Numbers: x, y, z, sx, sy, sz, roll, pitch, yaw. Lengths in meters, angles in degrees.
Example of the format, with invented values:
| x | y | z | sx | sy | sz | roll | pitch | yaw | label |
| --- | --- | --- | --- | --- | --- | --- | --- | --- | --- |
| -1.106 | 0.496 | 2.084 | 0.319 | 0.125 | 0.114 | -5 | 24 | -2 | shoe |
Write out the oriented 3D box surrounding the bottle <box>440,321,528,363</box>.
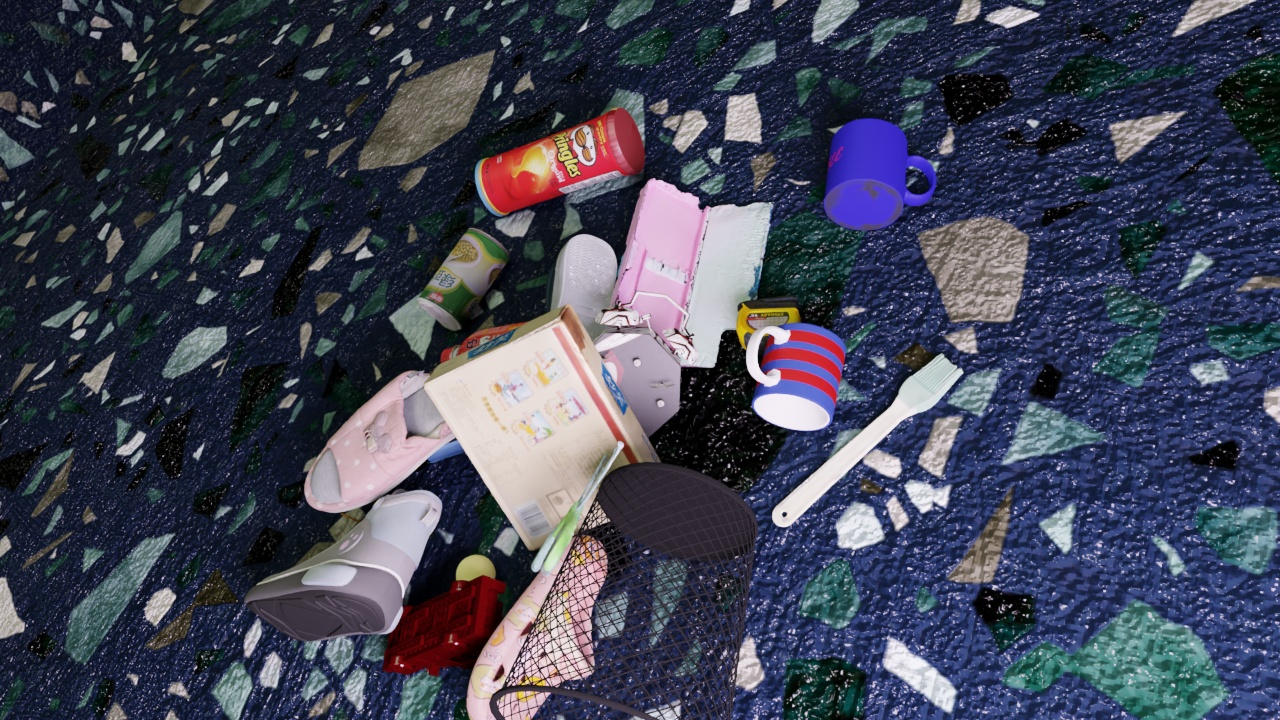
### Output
| x | y | z | sx | sy | sz | roll | pitch | yaw | label |
| --- | --- | --- | --- | --- | --- | --- | --- | --- | --- |
| -0.175 | -0.008 | 1.090 | 0.138 | 0.062 | 0.061 | -9 | 54 | 28 | bottle |

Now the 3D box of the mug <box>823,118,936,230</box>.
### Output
| x | y | z | sx | sy | sz | roll | pitch | yaw | label |
| --- | --- | --- | --- | --- | --- | --- | --- | --- | --- |
| 0.251 | -0.190 | 0.954 | 0.111 | 0.079 | 0.083 | 10 | 61 | 4 | mug |

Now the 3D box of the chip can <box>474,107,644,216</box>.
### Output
| x | y | z | sx | sy | sz | roll | pitch | yaw | label |
| --- | --- | --- | --- | --- | --- | --- | --- | --- | --- |
| -0.107 | -0.258 | 1.208 | 0.214 | 0.087 | 0.086 | -13 | 53 | 25 | chip can |

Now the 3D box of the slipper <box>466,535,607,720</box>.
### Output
| x | y | z | sx | sy | sz | roll | pitch | yaw | label |
| --- | --- | --- | --- | --- | --- | --- | --- | --- | --- |
| -0.077 | 0.254 | 0.830 | 0.081 | 0.093 | 0.197 | 21 | 70 | 31 | slipper |

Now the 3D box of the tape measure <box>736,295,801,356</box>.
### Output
| x | y | z | sx | sy | sz | roll | pitch | yaw | label |
| --- | --- | --- | --- | --- | --- | --- | --- | --- | --- |
| 0.131 | -0.033 | 0.934 | 0.066 | 0.037 | 0.064 | -9 | 48 | 10 | tape measure |

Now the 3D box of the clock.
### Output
| x | y | z | sx | sy | sz | roll | pitch | yaw | label |
| --- | --- | --- | --- | --- | --- | --- | --- | --- | --- |
| -0.005 | 0.005 | 0.919 | 0.065 | 0.114 | 0.155 | -78 | 12 | -78 | clock |

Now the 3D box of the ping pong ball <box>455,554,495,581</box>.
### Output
| x | y | z | sx | sy | sz | roll | pitch | yaw | label |
| --- | --- | --- | --- | --- | --- | --- | --- | --- | --- |
| -0.168 | 0.219 | 0.939 | 0.040 | 0.040 | 0.040 | -16 | 52 | 21 | ping pong ball |

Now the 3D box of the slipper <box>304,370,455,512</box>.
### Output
| x | y | z | sx | sy | sz | roll | pitch | yaw | label |
| --- | --- | --- | --- | --- | --- | --- | --- | --- | --- |
| -0.256 | 0.068 | 1.001 | 0.274 | 0.054 | 0.114 | -34 | 51 | -1 | slipper |

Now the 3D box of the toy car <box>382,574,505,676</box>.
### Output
| x | y | z | sx | sy | sz | roll | pitch | yaw | label |
| --- | --- | --- | --- | --- | --- | --- | --- | --- | --- |
| -0.185 | 0.264 | 0.897 | 0.170 | 0.062 | 0.070 | -32 | 42 | 39 | toy car |

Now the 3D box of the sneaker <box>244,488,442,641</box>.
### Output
| x | y | z | sx | sy | sz | roll | pitch | yaw | label |
| --- | --- | --- | --- | --- | --- | --- | --- | --- | --- |
| -0.316 | 0.214 | 0.993 | 0.257 | 0.093 | 0.160 | -18 | 34 | 43 | sneaker |

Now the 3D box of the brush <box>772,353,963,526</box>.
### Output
| x | y | z | sx | sy | sz | roll | pitch | yaw | label |
| --- | --- | --- | --- | --- | --- | --- | --- | --- | --- |
| 0.203 | 0.075 | 0.834 | 0.217 | 0.012 | 0.033 | -42 | 47 | 1 | brush |

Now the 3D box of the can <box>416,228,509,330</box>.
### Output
| x | y | z | sx | sy | sz | roll | pitch | yaw | label |
| --- | --- | --- | --- | --- | --- | --- | --- | --- | --- |
| -0.229 | -0.104 | 1.186 | 0.067 | 0.067 | 0.120 | 19 | 69 | 39 | can |

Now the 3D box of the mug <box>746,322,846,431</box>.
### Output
| x | y | z | sx | sy | sz | roll | pitch | yaw | label |
| --- | --- | --- | --- | --- | --- | --- | --- | --- | --- |
| 0.138 | 0.007 | 0.853 | 0.075 | 0.112 | 0.076 | -11 | 52 | 44 | mug |

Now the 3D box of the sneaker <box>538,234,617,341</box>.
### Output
| x | y | z | sx | sy | sz | roll | pitch | yaw | label |
| --- | --- | --- | --- | --- | --- | --- | --- | --- | --- |
| -0.074 | -0.028 | 1.025 | 0.088 | 0.089 | 0.235 | -32 | 51 | 58 | sneaker |

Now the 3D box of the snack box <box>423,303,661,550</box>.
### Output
| x | y | z | sx | sy | sz | roll | pitch | yaw | label |
| --- | --- | --- | --- | --- | --- | --- | --- | --- | --- |
| -0.088 | 0.067 | 0.887 | 0.153 | 0.207 | 0.055 | -24 | 19 | 15 | snack box |

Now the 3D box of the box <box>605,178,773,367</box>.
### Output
| x | y | z | sx | sy | sz | roll | pitch | yaw | label |
| --- | --- | --- | --- | --- | --- | --- | --- | --- | --- |
| 0.053 | -0.091 | 1.021 | 0.161 | 0.062 | 0.230 | 11 | 61 | 5 | box |

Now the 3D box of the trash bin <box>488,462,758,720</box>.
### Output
| x | y | z | sx | sy | sz | roll | pitch | yaw | label |
| --- | --- | --- | --- | --- | --- | --- | --- | --- | --- |
| 0.003 | 0.208 | 0.744 | 0.184 | 0.184 | 0.209 | -4 | 45 | 29 | trash bin |

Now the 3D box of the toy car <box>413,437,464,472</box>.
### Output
| x | y | z | sx | sy | sz | roll | pitch | yaw | label |
| --- | --- | --- | --- | --- | --- | --- | --- | --- | --- |
| -0.226 | 0.081 | 1.058 | 0.153 | 0.056 | 0.054 | -18 | 32 | 13 | toy car |

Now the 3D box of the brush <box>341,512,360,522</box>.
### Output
| x | y | z | sx | sy | sz | roll | pitch | yaw | label |
| --- | --- | --- | --- | --- | --- | --- | --- | --- | --- |
| -0.297 | 0.196 | 1.050 | 0.126 | 0.017 | 0.048 | 12 | 66 | 37 | brush |

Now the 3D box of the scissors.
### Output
| x | y | z | sx | sy | sz | roll | pitch | yaw | label |
| --- | --- | --- | --- | --- | --- | --- | --- | --- | --- |
| -0.057 | 0.130 | 0.789 | 0.173 | 0.021 | 0.171 | -61 | -2 | 30 | scissors |
